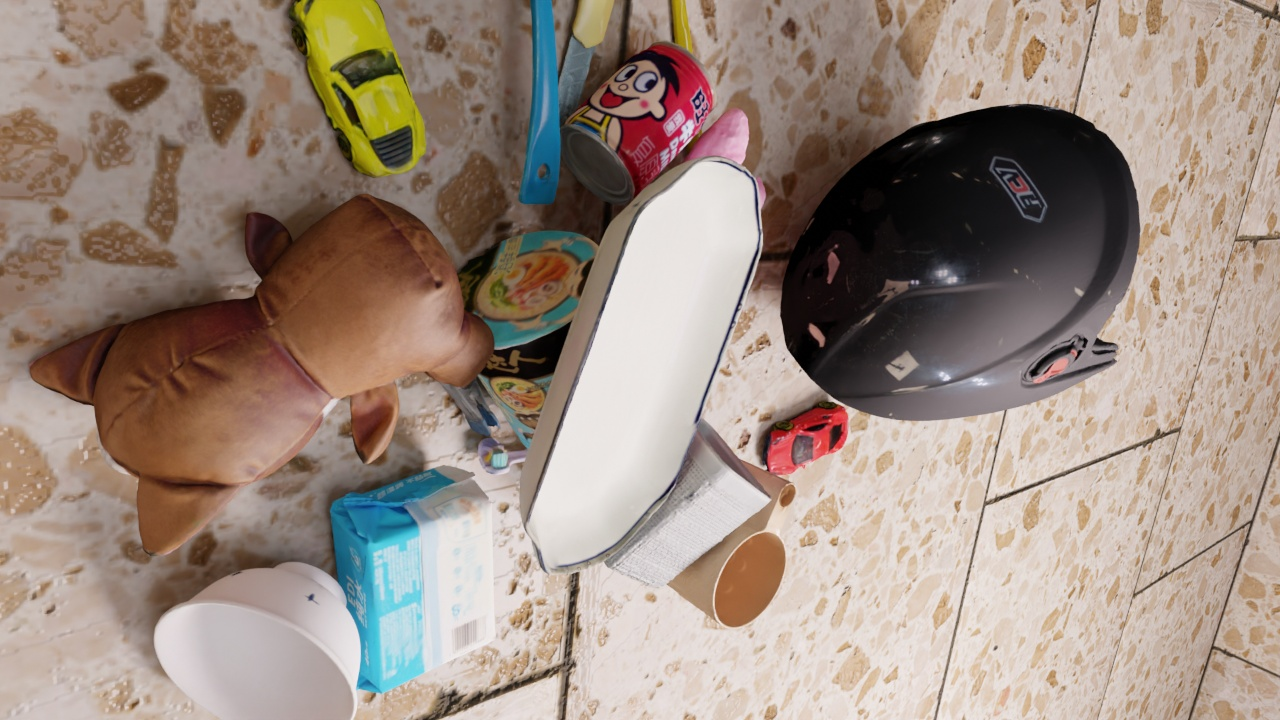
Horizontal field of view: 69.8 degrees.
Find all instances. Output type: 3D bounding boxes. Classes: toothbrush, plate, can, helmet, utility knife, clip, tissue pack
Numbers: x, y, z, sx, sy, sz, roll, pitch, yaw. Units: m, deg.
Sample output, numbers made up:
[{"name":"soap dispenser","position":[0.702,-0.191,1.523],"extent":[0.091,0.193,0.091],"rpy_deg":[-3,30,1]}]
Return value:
[{"name":"toothbrush","position":[-0.037,0.062,0.690],"extent":[0.188,0.029,0.021],"rpy_deg":[-4,149,-43]},{"name":"plate","position":[-0.003,0.003,0.554],"extent":[0.161,0.034,0.266],"rpy_deg":[-2,115,-58]},{"name":"can","position":[-0.001,-0.157,0.602],"extent":[0.093,0.066,0.066],"rpy_deg":[-48,131,-18]},{"name":"helmet","position":[0.244,-0.071,0.729],"extent":[0.229,0.233,0.275],"rpy_deg":[-12,156,-22]},{"name":"utility knife","position":[-0.024,-0.247,0.581],"extent":[0.031,0.021,0.207],"rpy_deg":[7,99,-39]},{"name":"clip","position":[-0.113,0.025,0.603],"extent":[0.033,0.025,0.057],"rpy_deg":[-41,124,-30]},{"name":"toothbrush","position":[0.031,-0.234,0.636],"extent":[0.015,0.017,0.190],"rpy_deg":[-27,123,-32]},{"name":"tissue pack","position":[-0.147,0.139,0.589],"extent":[0.089,0.063,0.140],"rpy_deg":[-16,117,-39]}]

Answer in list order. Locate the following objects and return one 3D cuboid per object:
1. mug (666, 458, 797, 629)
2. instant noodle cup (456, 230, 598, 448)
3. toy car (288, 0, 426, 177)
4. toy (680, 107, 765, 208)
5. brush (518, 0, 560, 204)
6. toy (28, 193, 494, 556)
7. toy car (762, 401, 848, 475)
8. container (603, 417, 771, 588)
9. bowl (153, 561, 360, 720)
[{"name":"mug","position":[0.061,0.138,0.746],"extent":[0.084,0.104,0.124],"rpy_deg":[21,91,-45]},{"name":"instant noodle cup","position":[-0.059,-0.003,0.591],"extent":[0.111,0.111,0.120],"rpy_deg":[-40,135,-24]},{"name":"toy car","position":[-0.149,-0.151,0.497],"extent":[0.048,0.032,0.105],"rpy_deg":[-34,125,-27]},{"name":"toy","position":[0.038,-0.080,0.662],"extent":[0.194,0.075,0.179],"rpy_deg":[-49,154,-29]},{"name":"brush","position":[-0.059,-0.220,0.535],"extent":[0.083,0.046,0.255],"rpy_deg":[-11,108,-43]},{"name":"toy","position":[-0.186,0.000,0.471],"extent":[0.199,0.140,0.131],"rpy_deg":[-36,163,-24]},{"name":"toy car","position":[0.156,0.075,0.860],"extent":[0.106,0.031,0.049],"rpy_deg":[-18,117,-34]},{"name":"container","position":[0.017,0.101,0.684],"extent":[0.114,0.090,0.090],"rpy_deg":[-43,140,6]},{"name":"bowl","position":[-0.207,0.157,0.531],"extent":[0.064,0.118,0.118],"rpy_deg":[-70,151,-54]}]
